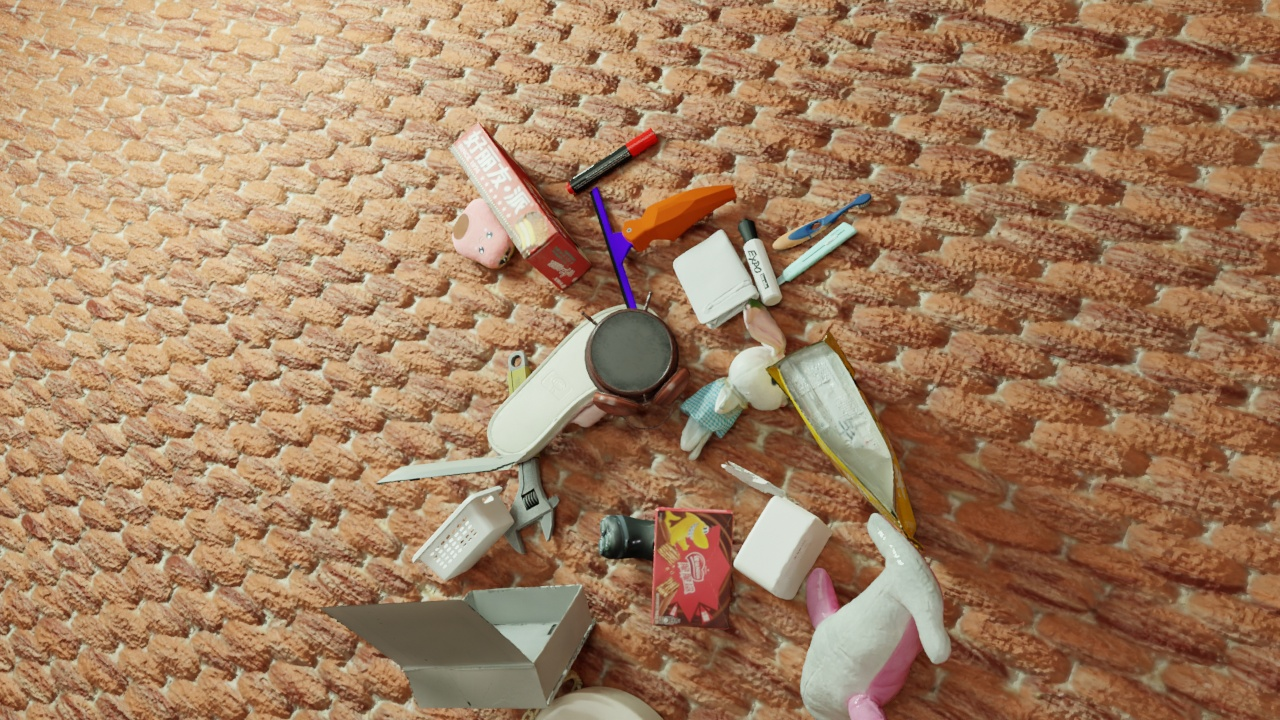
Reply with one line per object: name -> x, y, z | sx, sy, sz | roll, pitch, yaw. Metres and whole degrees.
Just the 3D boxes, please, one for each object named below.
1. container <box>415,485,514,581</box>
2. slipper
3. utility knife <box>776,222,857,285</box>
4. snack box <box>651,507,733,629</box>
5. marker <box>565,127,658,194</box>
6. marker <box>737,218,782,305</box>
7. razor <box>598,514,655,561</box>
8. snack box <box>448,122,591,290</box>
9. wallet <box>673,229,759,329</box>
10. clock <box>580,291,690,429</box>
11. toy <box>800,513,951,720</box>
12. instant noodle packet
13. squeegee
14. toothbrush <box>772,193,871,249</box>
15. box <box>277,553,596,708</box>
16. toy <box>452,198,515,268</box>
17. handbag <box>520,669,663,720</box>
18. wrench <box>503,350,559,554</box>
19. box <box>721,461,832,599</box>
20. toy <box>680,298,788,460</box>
container -> -0.219, 0.223, 1.163 | 0.049, 0.080, 0.129 | 47, 107, 13
slipper -> -0.080, 0.032, 1.186 | 0.274, 0.054, 0.114 | -40, 59, -5
utility knife -> 0.212, -0.127, 1.142 | 0.129, 0.015, 0.022 | -38, 60, 11
snack box -> 0.059, 0.237, 1.051 | 0.089, 0.021, 0.133 | 2, 88, 0
marker -> -0.042, -0.279, 1.290 | 0.145, 0.021, 0.023 | -31, 42, 11
marker -> 0.148, -0.127, 1.156 | 0.025, 0.025, 0.125 | -22, 61, 14
razor -> 0.018, 0.217, 1.083 | 0.141, 0.063, 0.053 | 6, 97, 14
snack box -> -0.166, -0.213, 1.268 | 0.060, 0.113, 0.236 | -39, 63, 6
wallet -> 0.097, -0.101, 1.167 | 0.086, 0.032, 0.116 | -30, 57, 17
clock -> -0.006, 0.006, 1.107 | 0.120, 0.072, 0.157 | -16, 84, -1
toy -> 0.244, 0.278, 0.915 | 0.127, 0.266, 0.186 | -1, 44, -18
instant noodle packet -> 0.236, 0.097, 0.977 | 0.084, 0.163, 0.221 | -31, 65, 9
squeegee -> 0.038, -0.185, 1.202 | 0.185, 0.055, 0.249 | -23, 54, 8
toothbrush -> 0.228, -0.172, 1.150 | 0.135, 0.017, 0.021 | -28, 61, 15
box -> -0.195, 0.293, 0.974 | 0.167, 0.369, 0.150 | -8, 67, 19
toy -> -0.221, -0.177, 1.313 | 0.110, 0.051, 0.090 | 38, 98, 24
handbag -> -0.050, 0.478, 1.019 | 0.208, 0.103, 0.210 | 34, 88, 20
wrench -> -0.153, 0.116, 1.210 | 0.084, 0.018, 0.273 | -17, 68, 21
box -> 0.132, 0.177, 1.024 | 0.137, 0.109, 0.124 | 28, 84, 26
toy -> 0.119, 0.037, 1.086 | 0.106, 0.131, 0.205 | 33, 94, 12
